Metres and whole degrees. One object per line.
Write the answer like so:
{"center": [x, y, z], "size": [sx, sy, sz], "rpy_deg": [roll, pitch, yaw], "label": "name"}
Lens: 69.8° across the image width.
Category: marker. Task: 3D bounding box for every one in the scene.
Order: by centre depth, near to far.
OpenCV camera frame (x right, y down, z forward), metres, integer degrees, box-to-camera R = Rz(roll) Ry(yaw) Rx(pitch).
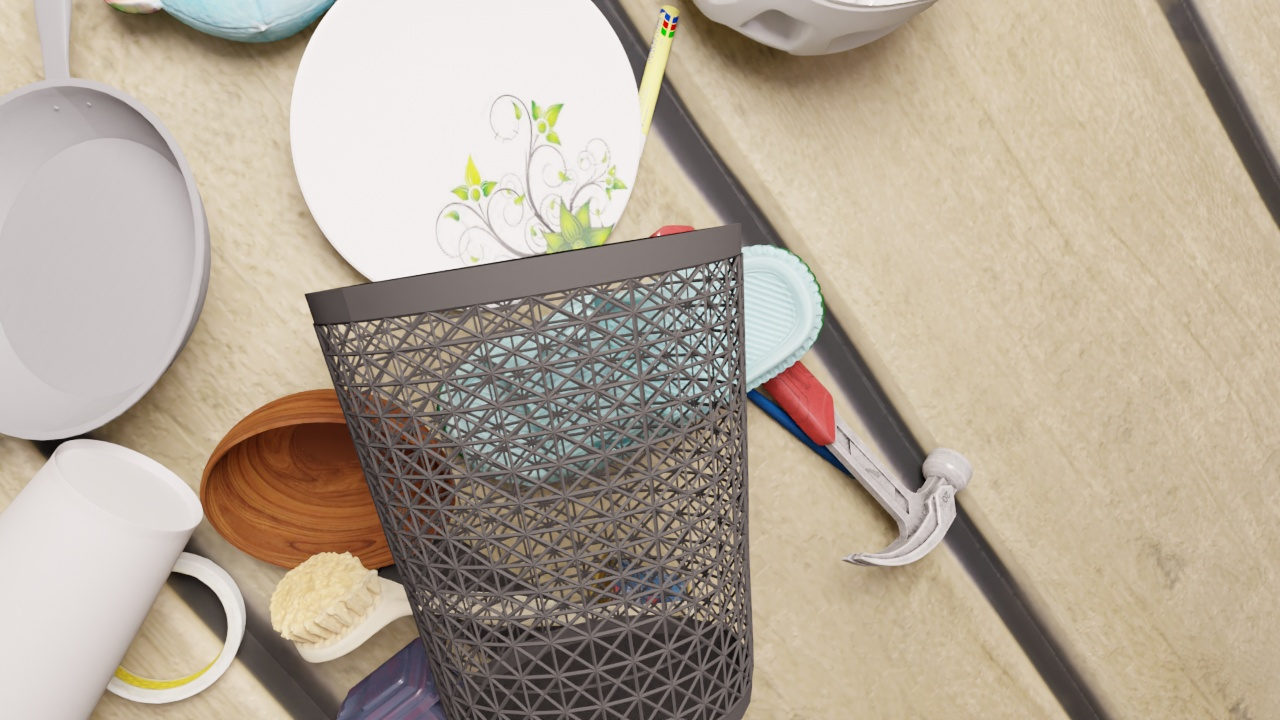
{"center": [0.005, -0.187, 0.656], "size": [0.014, 0.014, 0.132], "rpy_deg": [15, 89, -16], "label": "marker"}

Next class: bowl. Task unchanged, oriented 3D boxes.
{"center": [-0.191, 0.063, 0.578], "size": [0.147, 0.068, 0.147], "rpy_deg": [-6, 134, -6], "label": "bowl"}

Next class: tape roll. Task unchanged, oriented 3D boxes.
{"center": [-0.305, 0.171, 0.588], "size": [0.094, 0.019, 0.094], "rpy_deg": [-1, 93, -15], "label": "tape roll"}

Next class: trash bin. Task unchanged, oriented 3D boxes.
{"center": [-0.038, 0.067, 0.482], "size": [0.216, 0.217, 0.243], "rpy_deg": [-11, 98, -15], "label": "trash bin"}
{"center": [-0.120, 0.268, 0.608], "size": [0.092, 0.094, 0.161], "rpy_deg": [-38, 104, -1], "label": "trash bin"}

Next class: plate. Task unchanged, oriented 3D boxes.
{"center": [-0.110, -0.147, 0.604], "size": [0.229, 0.030, 0.230], "rpy_deg": [-9, 113, -22], "label": "plate"}

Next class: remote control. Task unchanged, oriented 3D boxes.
{"center": [-0.116, 0.167, 0.643], "size": [0.133, 0.013, 0.058], "rpy_deg": [38, 83, -15], "label": "remote control"}

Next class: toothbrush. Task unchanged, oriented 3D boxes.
{"center": [0.099, 0.032, 0.694], "size": [0.190, 0.016, 0.017], "rpy_deg": [37, 70, -15], "label": "toothbrush"}

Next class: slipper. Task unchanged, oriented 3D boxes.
{"center": [-0.004, 0.004, 0.612], "size": [0.276, 0.069, 0.116], "rpy_deg": [-24, 96, 0], "label": "slipper"}

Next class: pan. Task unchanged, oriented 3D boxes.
{"center": [-0.326, -0.134, 0.520], "size": [0.201, 0.050, 0.356], "rpy_deg": [-2, 87, 15], "label": "pan"}

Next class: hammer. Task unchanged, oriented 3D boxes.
{"center": [0.115, 0.024, 0.678], "size": [0.315, 0.036, 0.126], "rpy_deg": [46, 63, -9], "label": "hammer"}

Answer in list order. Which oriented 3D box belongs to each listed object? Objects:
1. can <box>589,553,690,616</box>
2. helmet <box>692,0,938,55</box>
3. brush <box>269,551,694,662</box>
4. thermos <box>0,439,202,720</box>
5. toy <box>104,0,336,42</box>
{"center": [-0.011, 0.194, 0.653], "size": [0.059, 0.054, 0.099], "rpy_deg": [20, 87, -15], "label": "can"}
{"center": [0.119, -0.342, 0.590], "size": [0.224, 0.184, 0.282], "rpy_deg": [11, 97, -21], "label": "helmet"}
{"center": [-0.096, 0.162, 0.590], "size": [0.272, 0.077, 0.062], "rpy_deg": [4, 53, -9], "label": "brush"}
{"center": [-0.341, 0.157, 0.505], "size": [0.131, 0.131, 0.222], "rpy_deg": [35, 93, -15], "label": "thermos"}
{"center": [-0.234, -0.281, 0.540], "size": [0.183, 0.115, 0.180], "rpy_deg": [-8, 85, -5], "label": "toy"}
